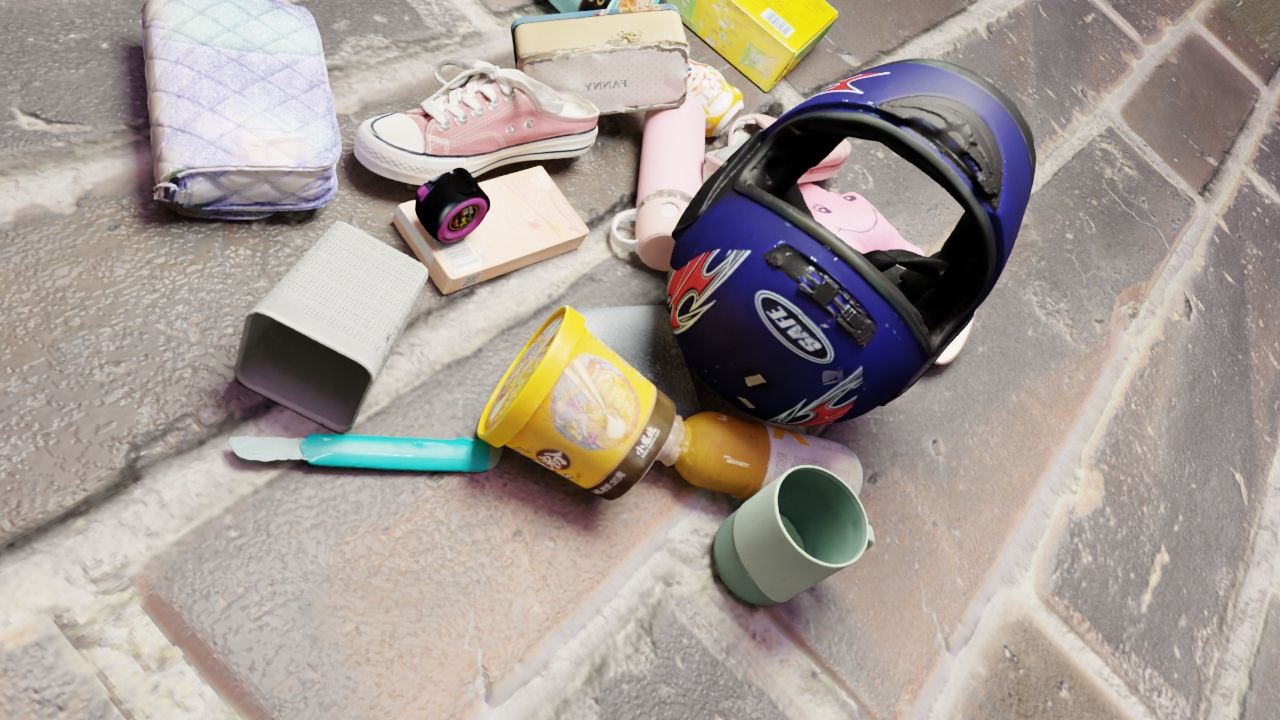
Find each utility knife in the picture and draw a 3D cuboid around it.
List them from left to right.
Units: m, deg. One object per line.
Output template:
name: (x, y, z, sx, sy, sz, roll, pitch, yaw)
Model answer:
utility knife: (-0.190, 0.065, 0.659, 0.196, 0.013, 0.029, 6, 57, -30)

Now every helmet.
helmet: (0.149, -0.072, 0.750, 0.247, 0.316, 0.239, 39, 68, -1)

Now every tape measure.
tape measure: (-0.154, -0.127, 0.744, 0.058, 0.057, 0.039, -41, 76, 1)

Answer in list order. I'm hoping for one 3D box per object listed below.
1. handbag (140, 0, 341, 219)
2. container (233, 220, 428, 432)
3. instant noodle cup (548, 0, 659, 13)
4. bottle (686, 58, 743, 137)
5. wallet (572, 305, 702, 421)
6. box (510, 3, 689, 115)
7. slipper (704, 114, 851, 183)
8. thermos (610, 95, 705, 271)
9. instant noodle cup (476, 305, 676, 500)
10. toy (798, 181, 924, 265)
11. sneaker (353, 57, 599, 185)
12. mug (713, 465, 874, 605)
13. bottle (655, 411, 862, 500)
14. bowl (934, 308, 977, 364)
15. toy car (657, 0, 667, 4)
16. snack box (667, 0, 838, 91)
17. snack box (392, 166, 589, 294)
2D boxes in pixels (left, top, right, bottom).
handbag: (-0.317, -0.202, 0.729, 0.134, 0.076, 0.193, -4, 60, -27)
container: (-0.216, -0.028, 0.660, 0.090, 0.090, 0.114, 29, 46, -10)
instant noodle cup: (-0.054, -0.416, 1.010, 0.120, 0.111, 0.111, 40, 48, 10)
bottle: (0.061, -0.300, 1.019, 0.108, 0.063, 0.063, 42, 48, 2)
wallet: (-0.005, 0.005, 0.806, 0.097, 0.019, 0.120, -5, 63, -30)
box: (-0.045, -0.291, 0.905, 0.184, 0.090, 0.063, -5, 59, -6)
slipper: (0.151, -0.227, 0.978, 0.114, 0.054, 0.273, 25, 29, 22)
thermos: (0.020, -0.180, 0.918, 0.087, 0.067, 0.198, 4, 55, 3)
instant noodle cup: (-0.045, 0.038, 0.699, 0.114, 0.119, 0.118, 35, 48, -15)
toy: (0.195, -0.138, 0.979, 0.194, 0.075, 0.178, -22, 60, -36)
sneaker: (-0.138, -0.221, 0.818, 0.240, 0.088, 0.118, -17, 52, -33)
mug: (0.125, 0.143, 0.725, 0.111, 0.107, 0.082, 10, 54, -23)
bottle: (0.095, 0.085, 0.773, 0.189, 0.068, 0.067, 16, 53, -20)
bowl: (0.309, -0.056, 0.983, 0.062, 0.113, 0.113, 17, 34, 40)
toy car: (0.010, -0.419, 1.088, 0.043, 0.036, 0.091, 9, 55, -26)
snack box: (0.129, -0.455, 1.158, 0.210, 0.070, 0.157, 40, 48, 0)
snack box: (-0.129, -0.118, 0.810, 0.156, 0.026, 0.084, -25, 74, -39)
